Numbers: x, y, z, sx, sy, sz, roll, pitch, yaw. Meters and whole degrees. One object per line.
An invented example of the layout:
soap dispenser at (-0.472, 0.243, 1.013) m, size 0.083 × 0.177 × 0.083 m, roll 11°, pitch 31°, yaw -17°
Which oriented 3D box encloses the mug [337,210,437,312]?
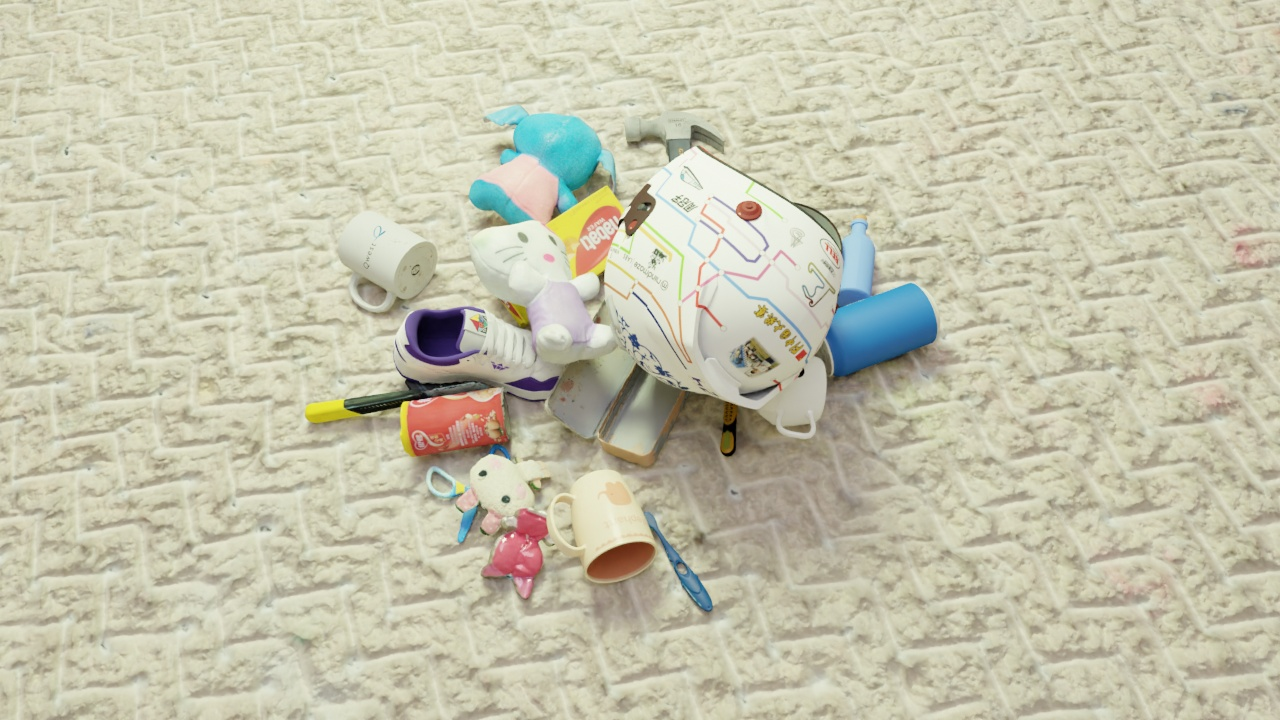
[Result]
mug at (-0.340, -0.123, 1.208) m, size 0.096 × 0.083 × 0.119 m, roll 29°, pitch 94°, yaw 18°

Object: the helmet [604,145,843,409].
helmet at (0.073, -0.086, 1.015) m, size 0.236 × 0.231 × 0.314 m, roll -45°, pitch 36°, yaw 4°

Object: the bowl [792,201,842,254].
bowl at (0.182, -0.131, 1.184) m, size 0.151 × 0.057 × 0.150 m, roll -2°, pitch 61°, yaw 3°

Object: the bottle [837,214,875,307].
bottle at (0.278, -0.132, 1.183) m, size 0.048 × 0.048 × 0.131 m, roll 9°, pitch 62°, yaw 8°

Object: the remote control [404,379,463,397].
remote control at (-0.226, 0.004, 1.156) m, size 0.140 × 0.021 × 0.045 m, roll -38°, pitch 75°, yaw -21°

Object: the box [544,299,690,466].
box at (-0.007, 0.008, 1.116) m, size 0.157 × 0.071 × 0.216 m, roll 30°, pitch 65°, yaw -5°

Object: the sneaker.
sneaker at (-0.175, -0.019, 1.099) m, size 0.244 × 0.111 × 0.091 m, roll 5°, pitch 64°, yaw -6°

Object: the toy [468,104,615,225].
toy at (-0.147, -0.263, 1.256) m, size 0.224 × 0.099 × 0.191 m, roll 34°, pitch 72°, yaw 8°

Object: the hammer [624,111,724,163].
hammer at (0.053, -0.216, 1.255) m, size 0.139 × 0.035 × 0.311 m, roll -3°, pitch 61°, yaw 0°

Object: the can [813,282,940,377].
can at (0.282, -0.036, 1.111) m, size 0.146 × 0.079 × 0.079 m, roll -20°, pitch 61°, yaw -7°

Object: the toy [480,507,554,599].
toy at (-0.131, 0.207, 1.020) m, size 0.065 × 0.050 × 0.102 m, roll 25°, pitch 99°, yaw 4°

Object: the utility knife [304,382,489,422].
utility knife at (-0.296, 0.048, 1.113) m, size 0.234 × 0.029 × 0.020 m, roll -9°, pitch 63°, yaw 9°

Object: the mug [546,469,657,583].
mug at (-0.049, 0.178, 1.003) m, size 0.111 × 0.085 × 0.104 m, roll 4°, pitch 45°, yaw -28°

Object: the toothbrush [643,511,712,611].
toothbrush at (0.041, 0.223, 1.019) m, size 0.021 × 0.016 × 0.132 m, roll -30°, pitch 66°, yaw -12°

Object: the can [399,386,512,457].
can at (-0.218, 0.073, 1.090) m, size 0.124 × 0.067 × 0.066 m, roll -9°, pitch 60°, yaw -2°

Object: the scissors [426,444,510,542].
scissors at (-0.197, 0.152, 1.074) m, size 0.130 × 0.014 × 0.125 m, roll 10°, pitch 63°, yaw 9°

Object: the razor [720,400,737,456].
razor at (0.109, 0.050, 1.108) m, size 0.044 × 0.021 × 0.143 m, roll -6°, pitch 58°, yaw 21°

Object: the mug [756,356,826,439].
mug at (0.171, 0.044, 1.062) m, size 0.076 × 0.090 × 0.123 m, roll 4°, pitch 43°, yaw -3°

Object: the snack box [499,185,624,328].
snack box at (-0.098, -0.135, 1.194) m, size 0.200 × 0.042 × 0.092 m, roll -35°, pitch 91°, yaw -15°

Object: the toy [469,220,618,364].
toy at (-0.114, -0.081, 1.085) m, size 0.137 × 0.086 × 0.209 m, roll -5°, pitch 52°, yaw -43°

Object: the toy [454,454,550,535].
toy at (-0.156, 0.146, 1.048) m, size 0.112 × 0.050 × 0.087 m, roll -38°, pitch 70°, yaw -14°
